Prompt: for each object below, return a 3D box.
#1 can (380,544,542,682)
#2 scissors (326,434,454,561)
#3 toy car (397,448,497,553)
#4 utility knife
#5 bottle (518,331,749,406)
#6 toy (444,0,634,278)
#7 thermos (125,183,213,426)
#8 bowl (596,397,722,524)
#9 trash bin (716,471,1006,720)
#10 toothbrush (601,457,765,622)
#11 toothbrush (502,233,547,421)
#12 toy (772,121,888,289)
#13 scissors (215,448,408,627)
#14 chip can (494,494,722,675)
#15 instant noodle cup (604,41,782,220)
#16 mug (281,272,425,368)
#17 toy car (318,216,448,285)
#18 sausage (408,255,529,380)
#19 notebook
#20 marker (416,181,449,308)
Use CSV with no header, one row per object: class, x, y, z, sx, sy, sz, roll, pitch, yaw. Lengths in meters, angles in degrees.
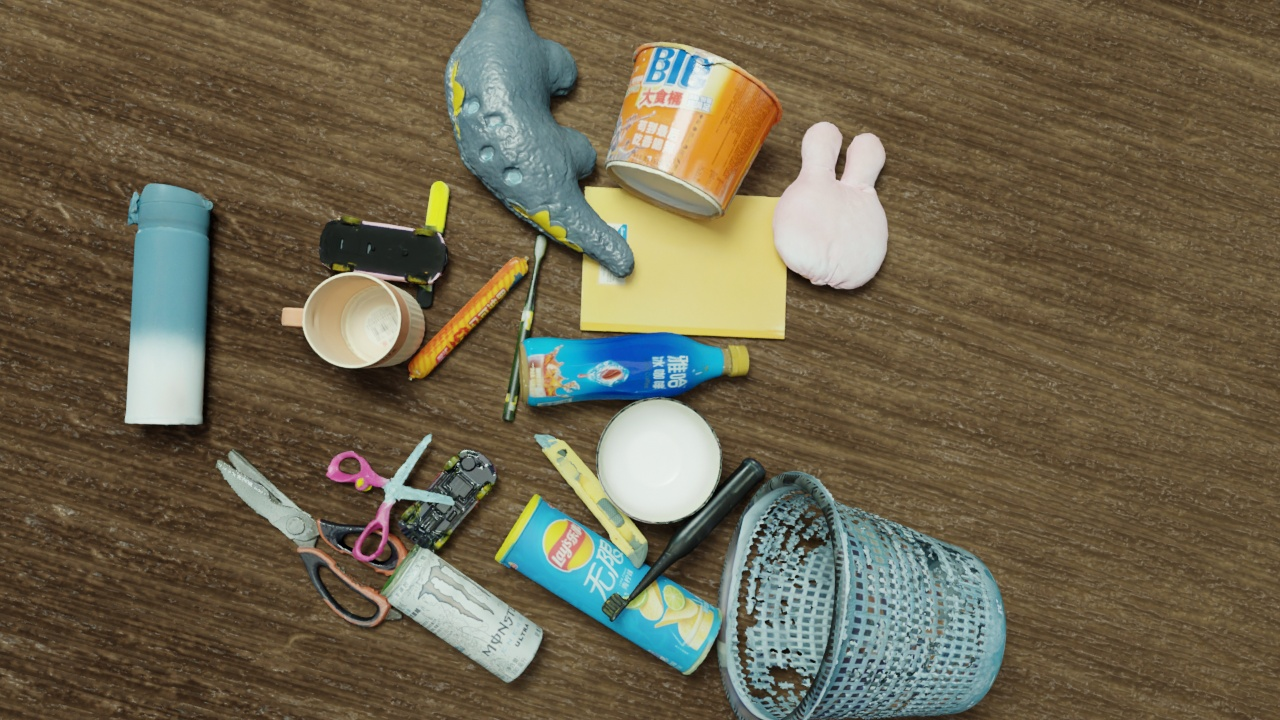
can,-0.163,0.233,0.846,0.146,0.058,0.058,38,84,-9
scissors,-0.236,0.126,0.855,0.133,0.017,0.135,10,74,13
toy car,-0.180,0.132,0.870,0.049,0.031,0.106,40,89,-2
utility knife,-0.046,0.129,0.871,0.030,0.018,0.162,-27,62,-39
bottle,-0.005,0.005,0.874,0.218,0.065,0.065,-4,87,-9
toy,-0.112,-0.236,0.868,0.137,0.091,0.356,-17,90,-15
thermos,-0.434,-0.050,0.842,0.070,0.070,0.220,1,87,-5
bowl,0.015,0.094,0.873,0.116,0.066,0.116,0,86,-5
trash bin,0.202,0.229,0.824,0.195,0.227,0.226,14,85,-17
toothbrush,0.042,0.165,0.853,0.027,0.026,0.212,44,61,12
toothbrush,-0.113,-0.032,0.896,0.012,0.017,0.185,11,88,-7
toy,0.194,-0.151,0.908,0.121,0.054,0.159,13,87,-13
scissors,-0.303,0.155,0.868,0.193,0.015,0.206,-10,88,-4
chip can,-0.029,0.211,0.860,0.210,0.071,0.071,33,84,-3
instant noodle cup,0.042,-0.205,0.850,0.151,0.151,0.111,22,87,-4
mug,-0.261,-0.034,0.833,0.114,0.106,0.081,2,89,0
toy car,-0.244,-0.103,0.874,0.122,0.037,0.056,9,89,-1
sausage,-0.166,-0.042,0.886,0.021,0.021,0.165,43,85,-2
notebook,0.045,-0.097,0.914,0.206,0.010,0.146,2,87,-5
marker,-0.202,-0.112,0.892,0.018,0.015,0.124,8,89,1
